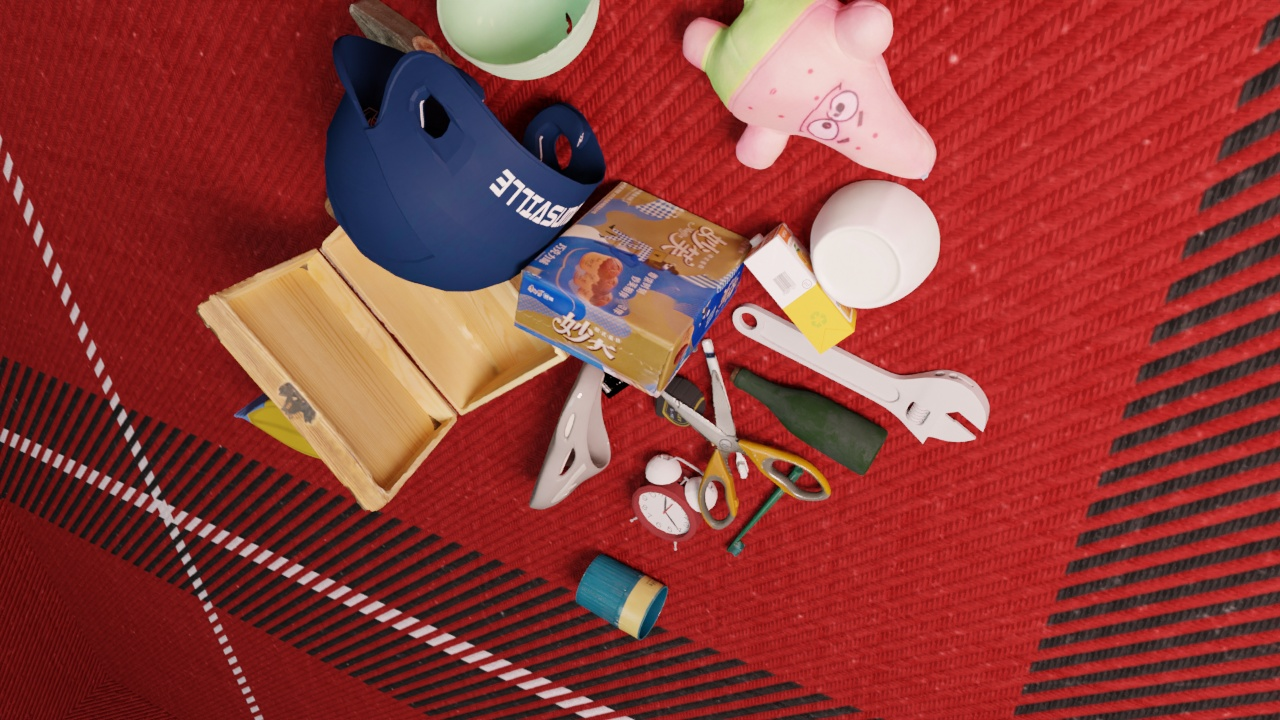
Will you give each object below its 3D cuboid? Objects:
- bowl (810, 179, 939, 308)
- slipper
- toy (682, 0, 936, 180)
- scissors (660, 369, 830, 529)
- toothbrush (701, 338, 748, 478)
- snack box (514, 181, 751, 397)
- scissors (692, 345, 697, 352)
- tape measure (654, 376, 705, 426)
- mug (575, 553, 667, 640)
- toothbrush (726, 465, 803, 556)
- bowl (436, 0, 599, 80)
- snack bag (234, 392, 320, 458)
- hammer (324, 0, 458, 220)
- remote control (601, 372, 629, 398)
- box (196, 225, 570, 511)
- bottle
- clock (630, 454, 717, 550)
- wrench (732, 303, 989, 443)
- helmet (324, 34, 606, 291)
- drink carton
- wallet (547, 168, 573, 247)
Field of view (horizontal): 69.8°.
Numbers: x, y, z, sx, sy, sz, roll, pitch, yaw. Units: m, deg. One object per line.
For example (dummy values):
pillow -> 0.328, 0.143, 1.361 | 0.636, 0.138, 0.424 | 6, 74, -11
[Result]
bowl -> 0.205, -0.098, 0.829 | 0.116, 0.065, 0.116 | 17, 130, 22
slipper -> -0.072, 0.105, 1.144 | 0.080, 0.112, 0.267 | 19, 134, -5
toy -> 0.146, -0.225, 0.759 | 0.236, 0.096, 0.193 | 36, 143, -5
scissors -> 0.101, 0.114, 1.049 | 0.225, 0.016, 0.217 | 34, 126, -3
toothbrush -> 0.098, 0.058, 1.049 | 0.012, 0.017, 0.187 | -16, 116, 5
snack box -> -0.002, -0.076, 0.883 | 0.155, 0.202, 0.069 | 27, 132, 11
scissors -> 0.022, -0.071, 1.004 | 0.154, 0.019, 0.125 | 49, 134, -9
tape measure -> 0.046, 0.046, 1.063 | 0.061, 0.034, 0.062 | 26, 145, 20
mug -> -0.025, 0.338, 1.300 | 0.107, 0.083, 0.114 | 22, 159, 18
toothbrush -> 0.150, 0.186, 1.110 | 0.017, 0.016, 0.190 | 37, 135, 8
bowl -> -0.102, -0.319, 0.838 | 0.151, 0.151, 0.077 | 23, 174, 18
snack bag -> -0.456, 0.051, 1.310 | 0.205, 0.158, 0.102 | 8, 127, 30
hammer -> -0.309, -0.262, 1.067 | 0.158, 0.037, 0.302 | 45, 134, -3
remote control -> -0.006, 0.006, 1.085 | 0.030, 0.009, 0.140 | 48, 134, -6
box -> -0.282, -0.028, 1.031 | 0.285, 0.322, 0.279 | -26, 107, 44
bottle -> 0.173, 0.056, 0.975 | 0.174, 0.055, 0.055 | 30, 134, 16
clock -> 0.041, 0.172, 1.149 | 0.096, 0.048, 0.138 | 32, 135, 10
wrench -> 0.219, 0.004, 0.931 | 0.273, 0.018, 0.087 | 29, 133, 14
helmet -> -0.190, -0.190, 0.860 | 0.224, 0.231, 0.272 | -36, 76, 25
drink carton -> 0.153, -0.073, 0.881 | 0.040, 0.058, 0.122 | -37, 98, 25
wallet -> -0.095, -0.135, 0.972 | 0.018, 0.115, 0.092 | 19, 140, -25
